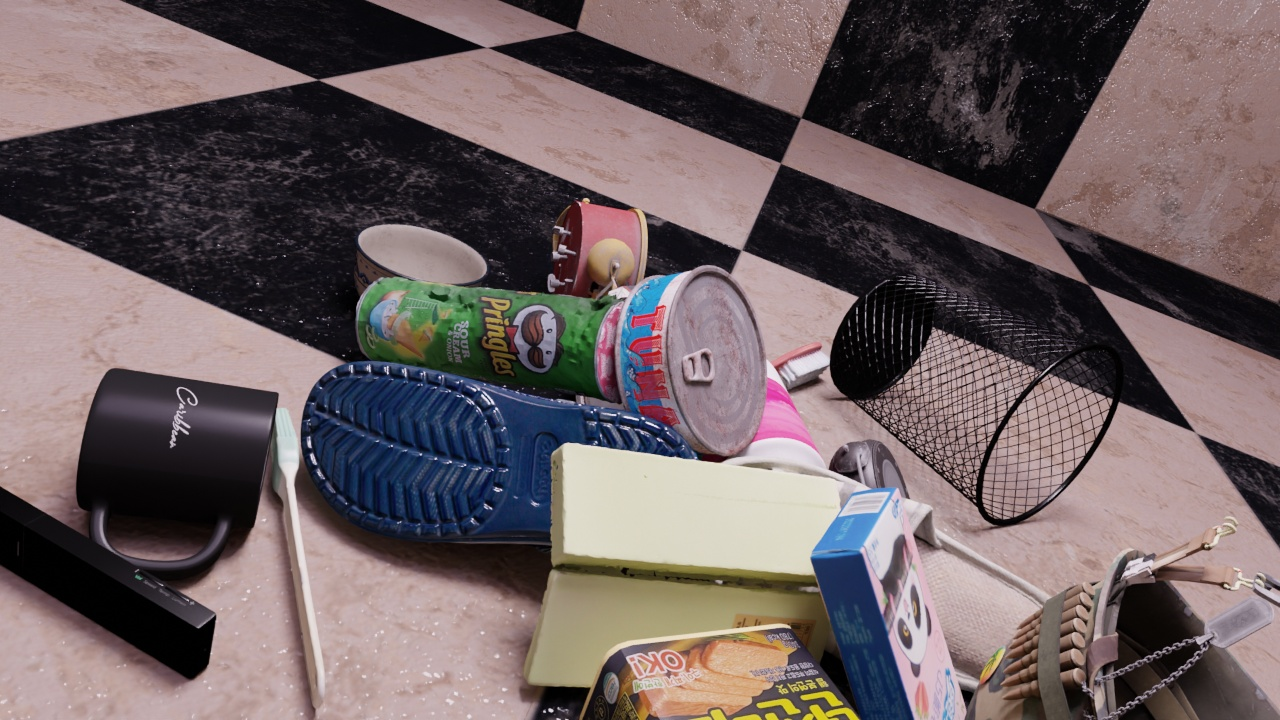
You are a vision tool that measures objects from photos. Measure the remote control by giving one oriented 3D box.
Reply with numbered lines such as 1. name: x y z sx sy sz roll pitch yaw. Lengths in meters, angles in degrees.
1. remote control: -0.271 0.103 0.445 0.150 0.034 0.013 26 26 10

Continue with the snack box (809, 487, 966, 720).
1. snack box: 0.144 0.161 0.526 0.033 0.154 0.087 -14 9 31

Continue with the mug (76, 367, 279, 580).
1. mug: -0.254 0.064 0.501 0.088 0.078 0.113 11 53 -20

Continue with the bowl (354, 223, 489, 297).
1. bowl: -0.196 -0.068 0.806 0.115 0.059 0.115 17 26 -9

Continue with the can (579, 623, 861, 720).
1. can: 0.047 0.195 0.460 0.130 0.073 0.101 4 28 -31

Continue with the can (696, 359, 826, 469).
1. can: 0.085 0.059 0.731 0.088 0.088 0.165 13 27 -16

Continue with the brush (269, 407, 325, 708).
1. brush: -0.193 0.101 0.513 0.012 0.033 0.217 3 32 -29

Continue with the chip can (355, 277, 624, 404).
1. chip can: -0.107 -0.019 0.676 0.224 0.075 0.075 8 19 27

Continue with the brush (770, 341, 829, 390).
1. brush: 0.141 0.013 0.926 0.172 0.041 0.030 -15 60 -49

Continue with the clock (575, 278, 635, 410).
1. clock: -0.005 0.004 0.733 0.065 0.115 0.154 3 48 -32

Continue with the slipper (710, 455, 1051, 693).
1. slipper: 0.158 0.146 0.603 0.272 0.114 0.054 23 -8 -2

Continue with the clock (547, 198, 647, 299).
1. clock: -0.048 -0.089 0.898 0.081 0.117 0.158 8 35 -18

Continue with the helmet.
1. helmet: 0.269 0.192 0.438 0.192 0.237 0.223 52 22 9

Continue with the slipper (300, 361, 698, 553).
1. slipper: -0.089 0.071 0.586 0.253 0.105 0.095 9 -12 3

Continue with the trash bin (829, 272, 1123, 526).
1. trash bin: 0.306 0.022 0.880 0.183 0.184 0.210 0 27 -36

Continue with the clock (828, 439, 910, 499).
1. clock: 0.170 0.106 0.692 0.122 0.044 0.091 30 46 -53

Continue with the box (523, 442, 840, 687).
1. box: 0.033 0.123 0.522 0.187 0.140 0.048 12 -6 -24

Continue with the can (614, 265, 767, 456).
1. can: 0.038 0.002 0.634 0.044 0.130 0.129 -8 8 35
